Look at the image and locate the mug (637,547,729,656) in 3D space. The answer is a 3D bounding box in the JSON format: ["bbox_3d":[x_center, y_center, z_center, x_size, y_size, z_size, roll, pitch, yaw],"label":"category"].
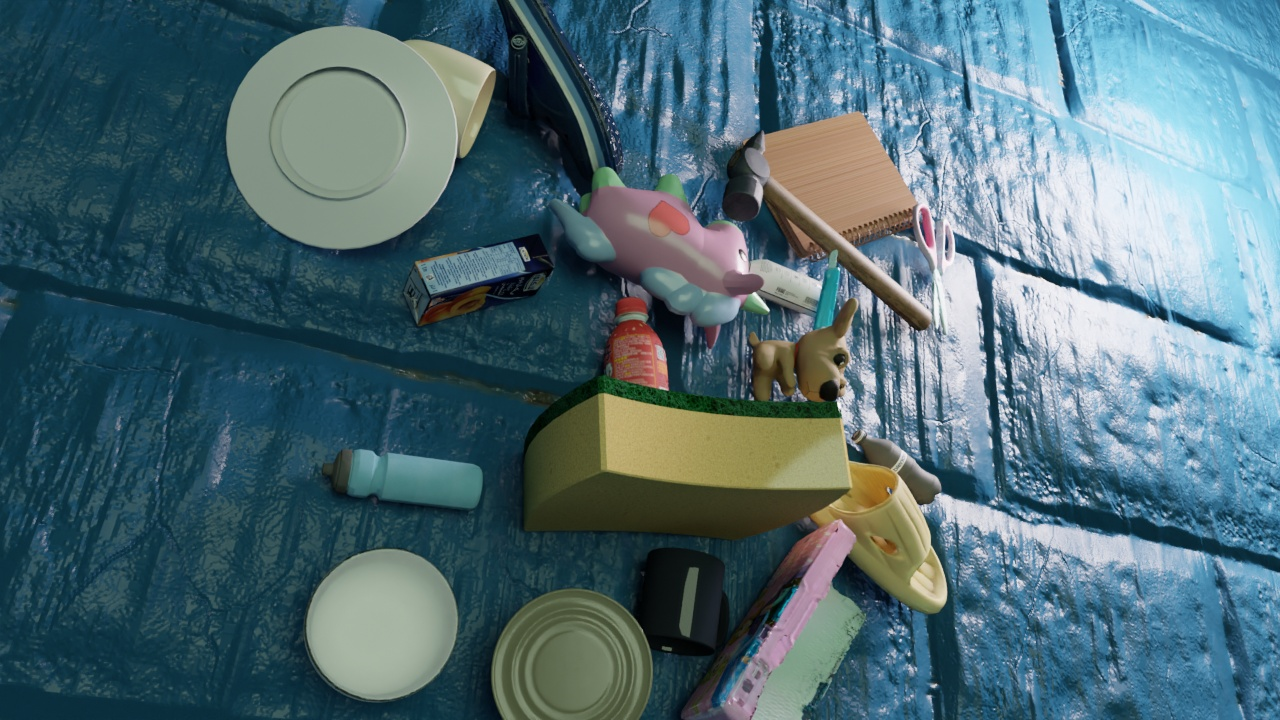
[{"bbox_3d":[0.046,0.222,0.825,0.105,0.071,0.077,36,53,-39],"label":"mug"}]

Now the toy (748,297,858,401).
[{"bbox_3d":[0.172,0.001,0.967,0.108,0.134,0.105,-3,43,1],"label":"toy"}]

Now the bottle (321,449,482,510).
[{"bbox_3d":[-0.201,0.100,0.774,0.130,0.040,0.040,11,64,-21],"label":"bottle"}]

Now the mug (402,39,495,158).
[{"bbox_3d":[-0.210,-0.250,0.901,0.099,0.096,0.120,22,98,-6],"label":"mug"}]

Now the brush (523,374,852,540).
[{"bbox_3d":[0.032,0.094,0.793,0.250,0.196,0.075,7,65,-22],"label":"brush"}]

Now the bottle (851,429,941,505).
[{"bbox_3d":[0.275,0.113,0.993,0.110,0.036,0.036,38,57,-5],"label":"bottle"}]

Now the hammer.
[{"bbox_3d":[0.222,-0.131,1.044,0.321,0.040,0.129,35,46,-22],"label":"hammer"}]

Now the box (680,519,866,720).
[{"bbox_3d":[0.144,0.261,0.824,0.105,0.087,0.229,43,51,3],"label":"box"}]

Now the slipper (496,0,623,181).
[{"bbox_3d":[-0.102,-0.298,0.973,0.095,0.105,0.253,-27,94,6],"label":"slipper"}]

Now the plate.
[{"bbox_3d":[-0.273,-0.206,0.835,0.208,0.015,0.208,0,86,-3],"label":"plate"}]

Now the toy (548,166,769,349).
[{"bbox_3d":[0.020,-0.109,0.936,0.221,0.120,0.171,2,57,-25],"label":"toy"}]

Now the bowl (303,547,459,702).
[{"bbox_3d":[-0.203,0.207,0.711,0.113,0.063,0.113,10,64,-21],"label":"bowl"}]

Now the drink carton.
[{"bbox_3d":[-0.150,-0.077,0.862,0.129,0.064,0.040,-18,77,-31],"label":"drink carton"}]

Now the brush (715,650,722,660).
[{"bbox_3d":[0.088,0.337,0.819,0.038,0.012,0.151,3,66,-24],"label":"brush"}]

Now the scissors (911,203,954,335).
[{"bbox_3d":[0.379,-0.107,1.147,0.105,0.016,0.179,10,69,-44],"label":"scissors"}]

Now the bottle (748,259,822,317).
[{"bbox_3d":[0.152,-0.086,1.022,0.116,0.041,0.041,20,61,-16],"label":"bottle"}]

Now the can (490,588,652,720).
[{"bbox_3d":[-0.055,0.247,0.733,0.128,0.073,0.127,1,74,-5],"label":"can"}]

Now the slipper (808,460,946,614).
[{"bbox_3d":[0.226,0.136,0.922,0.261,0.079,0.111,42,31,2],"label":"slipper"}]

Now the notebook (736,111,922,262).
[{"bbox_3d":[0.239,-0.217,1.133,0.210,0.022,0.169,-21,77,-31],"label":"notebook"}]

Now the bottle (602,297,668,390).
[{"bbox_3d":[-0.005,0.005,0.896,0.062,0.062,0.137,6,65,-23],"label":"bottle"}]

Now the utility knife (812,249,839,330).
[{"bbox_3d":[0.206,-0.060,1.010,0.022,0.015,0.124,6,104,-13],"label":"utility knife"}]
